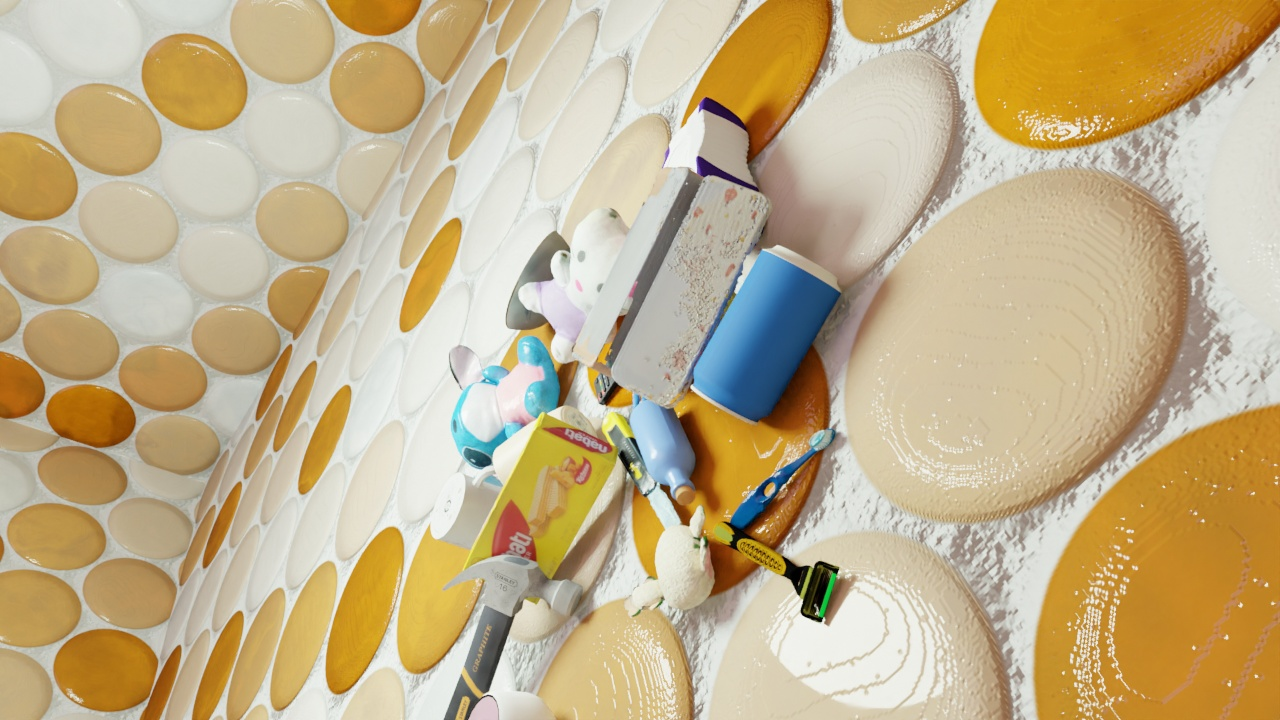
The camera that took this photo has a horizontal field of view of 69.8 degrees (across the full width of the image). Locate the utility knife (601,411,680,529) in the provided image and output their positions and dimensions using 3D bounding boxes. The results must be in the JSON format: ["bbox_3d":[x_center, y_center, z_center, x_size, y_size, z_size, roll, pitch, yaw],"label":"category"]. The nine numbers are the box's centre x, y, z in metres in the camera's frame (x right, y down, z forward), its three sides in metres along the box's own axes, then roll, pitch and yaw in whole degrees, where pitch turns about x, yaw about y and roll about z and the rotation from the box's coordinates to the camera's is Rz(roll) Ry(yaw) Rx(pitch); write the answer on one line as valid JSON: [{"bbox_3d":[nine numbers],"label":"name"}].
[{"bbox_3d":[0.000,0.110,0.937,0.029,0.020,0.233,-61,26,11],"label":"utility knife"}]

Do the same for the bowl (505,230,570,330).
[{"bbox_3d":[-0.125,-0.099,1.261,0.150,0.057,0.151,-62,-6,-12],"label":"bowl"}]

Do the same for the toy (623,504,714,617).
[{"bbox_3d":[0.034,0.181,0.800,0.112,0.050,0.087,-60,22,18],"label":"toy"}]

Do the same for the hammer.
[{"bbox_3d":[-0.174,0.356,0.973,0.035,0.139,0.312,-4,-66,-76],"label":"hammer"}]

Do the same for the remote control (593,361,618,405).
[{"bbox_3d":[-0.013,-0.010,1.067,0.141,0.021,0.045,-55,28,26],"label":"remote control"}]

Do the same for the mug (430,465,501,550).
[{"bbox_3d":[-0.182,0.178,1.115,0.120,0.096,0.083,-54,30,19],"label":"mug"}]

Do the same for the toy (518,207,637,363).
[{"bbox_3d":[-0.055,-0.088,1.125,0.210,0.085,0.137,-39,78,44],"label":"toy"}]

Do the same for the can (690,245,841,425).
[{"bbox_3d":[0.110,-0.023,0.808,0.146,0.079,0.079,-61,28,6],"label":"can"}]

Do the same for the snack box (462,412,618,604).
[{"bbox_3d":[-0.109,0.160,0.982,0.201,0.092,0.042,-61,7,20],"label":"snack box"}]

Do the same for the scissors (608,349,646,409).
[{"bbox_3d":[-0.008,0.003,0.979,0.014,0.130,0.125,-2,83,20],"label":"scissors"}]

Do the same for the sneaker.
[{"bbox_3d":[0.064,-0.183,1.011,0.111,0.091,0.243,-44,31,36],"label":"sneaker"}]

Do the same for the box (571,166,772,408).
[{"bbox_3d":[0.024,-0.075,0.873,0.157,0.071,0.216,27,91,36],"label":"box"}]

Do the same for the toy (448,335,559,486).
[{"bbox_3d":[-0.183,0.053,1.217,0.192,0.098,0.223,-40,50,28],"label":"toy"}]

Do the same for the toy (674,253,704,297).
[{"bbox_3d":[0.048,-0.104,1.015,0.103,0.050,0.065,93,164,-44],"label":"toy"}]

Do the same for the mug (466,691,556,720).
[{"bbox_3d":[-0.116,0.372,0.868,0.090,0.076,0.124,-58,29,11],"label":"mug"}]

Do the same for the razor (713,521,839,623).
[{"bbox_3d":[0.102,0.158,0.731,0.144,0.021,0.044,21,95,57],"label":"razor"}]

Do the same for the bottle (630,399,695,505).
[{"bbox_3d":[0.027,0.091,0.887,0.048,0.048,0.131,-53,30,19],"label":"bottle"}]

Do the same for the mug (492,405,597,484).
[{"bbox_3d":[-0.107,0.111,1.047,0.104,0.085,0.111,-39,13,20],"label":"mug"}]

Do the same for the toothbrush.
[{"bbox_3d":[0.115,0.102,0.765,0.133,0.016,0.021,-50,51,24],"label":"toothbrush"}]

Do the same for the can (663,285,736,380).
[{"bbox_3d":[0.048,-0.022,0.923,0.125,0.066,0.066,-33,41,44],"label":"can"}]
